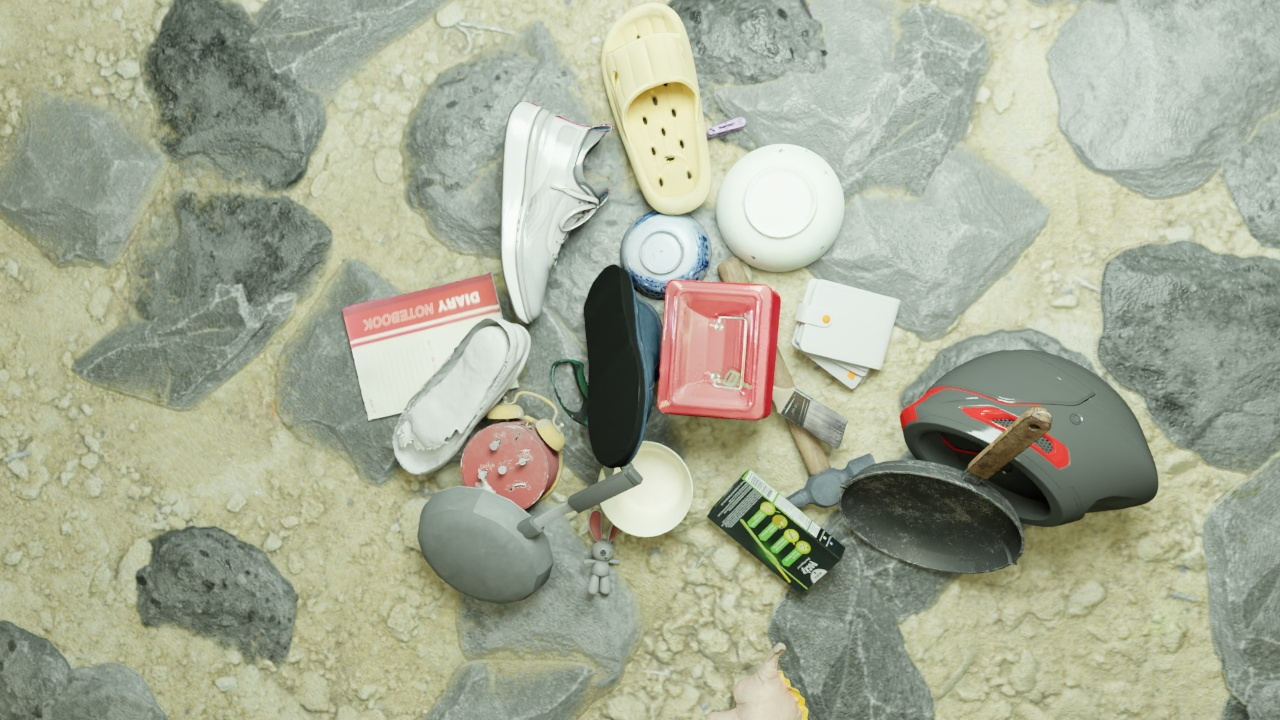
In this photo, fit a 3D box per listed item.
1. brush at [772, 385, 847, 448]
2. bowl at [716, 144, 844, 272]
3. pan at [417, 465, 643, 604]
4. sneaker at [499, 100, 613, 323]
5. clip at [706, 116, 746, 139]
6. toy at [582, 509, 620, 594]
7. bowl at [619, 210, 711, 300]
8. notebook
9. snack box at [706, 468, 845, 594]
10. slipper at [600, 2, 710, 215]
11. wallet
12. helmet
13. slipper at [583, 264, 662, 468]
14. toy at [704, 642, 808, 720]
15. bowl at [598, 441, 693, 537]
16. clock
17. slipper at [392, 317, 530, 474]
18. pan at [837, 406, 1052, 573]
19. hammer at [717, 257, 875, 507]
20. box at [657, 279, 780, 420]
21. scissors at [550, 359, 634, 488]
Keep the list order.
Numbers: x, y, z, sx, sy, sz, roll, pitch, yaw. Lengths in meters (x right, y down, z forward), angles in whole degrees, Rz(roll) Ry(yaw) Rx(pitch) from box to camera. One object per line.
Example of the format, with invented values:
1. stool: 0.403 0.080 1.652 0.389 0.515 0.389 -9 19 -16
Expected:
1. brush: 0.176 0.050 1.084 0.151 0.012 0.039 32 103 13
2. bowl: 0.164 -0.182 1.077 0.153 0.073 0.153 0 92 8
3. pan: -0.133 0.198 1.074 0.358 0.041 0.178 -30 109 35
4. sneaker: -0.104 -0.173 1.109 0.128 0.096 0.263 5 99 -2
5. clip: 0.100 -0.279 1.101 0.052 0.042 0.014 -20 88 22
6. toy: -0.047 0.240 1.153 0.049 0.030 0.112 4 97 -21
7. bowl: 0.027 -0.130 1.113 0.114 0.045 0.114 0 93 8
8. notebook: -0.272 -0.017 1.180 0.209 0.012 0.153 -13 93 10
9. snack box: 0.162 0.207 1.106 0.147 0.025 0.080 39 126 4
10. slipper: 0.016 -0.302 1.082 0.111 0.079 0.261 -14 86 10
11. wallet: 0.237 -0.029 1.081 0.118 0.037 0.115 13 95 -13
12. helmet: 0.435 0.078 1.006 0.265 0.164 0.169 34 68 11
13. slipper: -0.006 0.006 1.067 0.083 0.265 0.109 19 136 -29
14. toy: 0.208 0.489 1.115 0.264 0.065 0.196 37 103 3
15. bowl: 0.009 0.152 1.123 0.115 0.062 0.115 0 93 8
16. clock: -0.156 0.116 1.136 0.117 0.081 0.159 25 96 6
17. slipper: -0.223 0.044 1.131 0.247 0.074 0.112 -49 58 19
18. pan: 0.338 0.132 0.968 0.208 0.358 0.040 24 56 5
19. hammer: 0.168 0.026 1.109 0.129 0.040 0.321 -24 89 13
20. box: 0.092 -0.011 1.062 0.135 0.112 0.157 6 87 13
21. scissors: -0.021 0.059 1.108 0.142 0.015 0.209 -28 62 1
